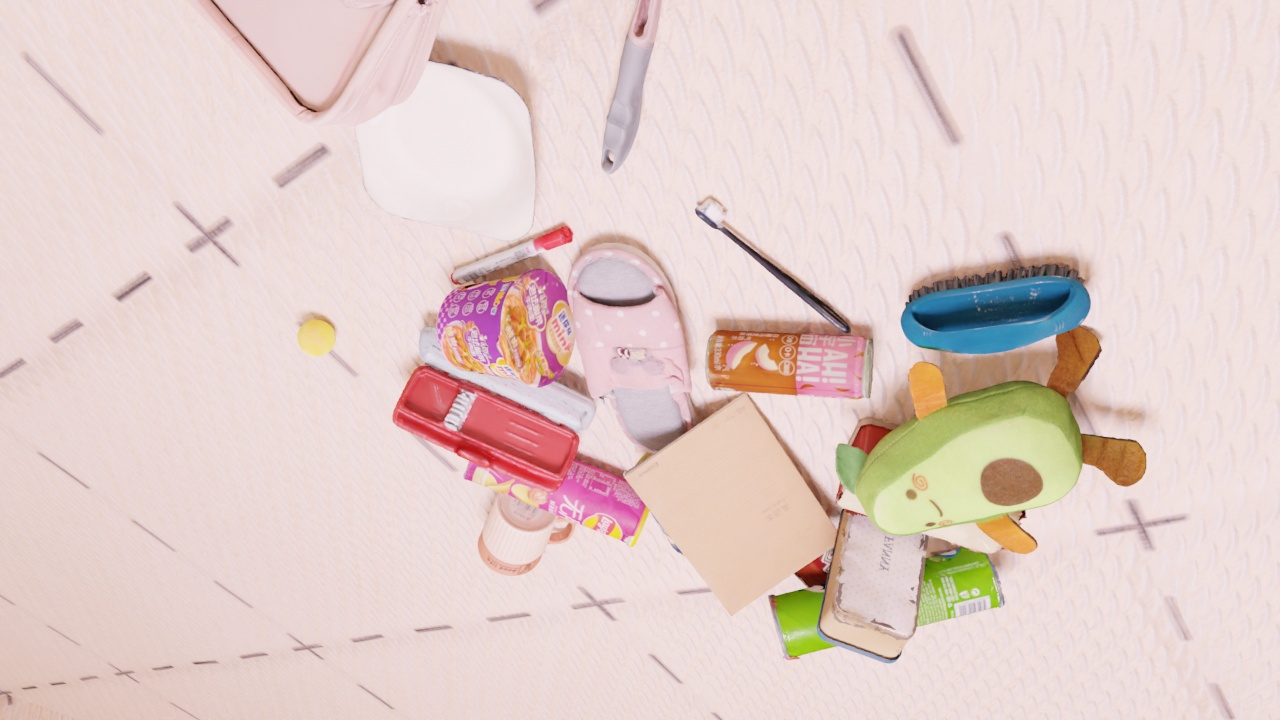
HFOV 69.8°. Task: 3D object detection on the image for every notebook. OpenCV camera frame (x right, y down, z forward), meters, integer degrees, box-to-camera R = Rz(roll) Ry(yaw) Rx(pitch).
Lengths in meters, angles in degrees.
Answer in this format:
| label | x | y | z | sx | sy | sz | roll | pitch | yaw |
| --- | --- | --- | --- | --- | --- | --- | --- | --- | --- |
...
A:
| label | x | y | z | sx | sy | sz | roll | pitch | yaw |
| --- | --- | --- | --- | --- | --- | --- | --- | --- | --- |
| notebook | 0.101 | 0.154 | 0.960 | 0.149 | 0.012 | 0.211 | -34 | 110 | 3 |

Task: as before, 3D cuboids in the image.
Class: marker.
| label | x | y | z | sx | sy | sz | roll | pitch | yaw |
| --- | --- | --- | --- | --- | --- | --- | --- | --- | --- |
| marker | -0.124 | -0.097 | 0.867 | 0.146 | 0.017 | 0.017 | -16 | 126 | 33 |

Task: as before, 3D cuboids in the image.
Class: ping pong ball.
| label | x | y | z | sx | sy | sz | roll | pitch | yaw |
| --- | --- | --- | --- | --- | --- | --- | --- | --- | --- |
| ping pong ball | -0.357 | -0.025 | 1.010 | 0.040 | 0.040 | 0.040 | 11 | 136 | 10 |

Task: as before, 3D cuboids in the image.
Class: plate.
| label | x | y | z | sx | sy | sz | roll | pitch | yaw |
| --- | --- | --- | --- | --- | --- | --- | --- | --- | --- |
| plate | -0.163 | -0.184 | 0.781 | 0.164 | 0.034 | 0.165 | 14 | 136 | 7 |

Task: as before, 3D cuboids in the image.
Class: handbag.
| label | x | y | z | sx | sy | sz | roll | pitch | yaw |
| --- | --- | --- | --- | --- | --- | --- | --- | --- | --- |
| handbag | -0.209 | -0.302 | 0.637 | 0.193 | 0.093 | 0.235 | 46 | 121 | -4 |

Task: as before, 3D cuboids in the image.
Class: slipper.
| label | x | y | z | sx | sy | sz | roll | pitch | yaw |
| --- | --- | --- | --- | --- | --- | --- | --- | --- | --- |
| slipper | -0.005 | 0.005 | 0.897 | 0.114 | 0.054 | 0.275 | 3 | 134 | 19 |

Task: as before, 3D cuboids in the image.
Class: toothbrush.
| label | x | y | z | sx | sy | sz | roll | pitch | yaw |
| --- | --- | --- | --- | --- | --- | --- | --- | --- | --- |
| toothbrush | 0.119 | -0.079 | 0.794 | 0.181 | 0.015 | 0.018 | 38 | 126 | -16 |

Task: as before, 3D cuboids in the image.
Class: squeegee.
| label | x | y | z | sx | sy | sz | roll | pitch | yaw |
| --- | --- | --- | --- | --- | --- | --- | --- | --- | --- |
| squeegee | -0.003 | -0.238 | 0.665 | 0.248 | 0.040 | 0.250 | 31 | 144 | 12 |

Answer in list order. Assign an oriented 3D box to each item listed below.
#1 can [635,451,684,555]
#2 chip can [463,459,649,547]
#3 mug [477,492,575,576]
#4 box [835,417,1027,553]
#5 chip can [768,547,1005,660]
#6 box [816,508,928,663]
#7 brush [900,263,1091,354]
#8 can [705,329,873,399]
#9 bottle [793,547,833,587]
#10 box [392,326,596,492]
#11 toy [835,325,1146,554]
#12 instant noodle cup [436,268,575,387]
| label | x | y | z | sx | sy | sz | roll | pitch | yaw |
| --- | --- | --- | --- | --- | --- | --- | --- | --- | --- |
| can | 0.046 | 0.155 | 1.012 | 0.075 | 0.075 | 0.111 | -8 | 130 | 28 |
| chip can | -0.093 | 0.143 | 1.057 | 0.210 | 0.071 | 0.072 | 22 | 137 | 0 |
| mug | -0.136 | 0.207 | 1.140 | 0.114 | 0.081 | 0.106 | 3 | 140 | -21 |
| box | 0.281 | 0.130 | 0.898 | 0.168 | 0.076 | 0.091 | 17 | 136 | 5 |
| chip can | 0.260 | 0.259 | 0.984 | 0.236 | 0.072 | 0.072 | -16 | 129 | 7 |
| box | 0.236 | 0.213 | 0.922 | 0.090 | 0.183 | 0.061 | 20 | 141 | 9 |
| brush | 0.281 | -0.035 | 0.734 | 0.144 | 0.073 | 0.055 | -7 | 123 | 26 |
| can | 0.136 | 0.003 | 0.839 | 0.147 | 0.057 | 0.058 | 3 | 134 | 18 |
| bottle | 0.172 | 0.198 | 1.022 | 0.060 | 0.059 | 0.206 | -24 | 121 | 37 |
| box | -0.156 | 0.052 | 0.976 | 0.201 | 0.118 | 0.098 | 24 | 169 | -3 |
| toy | 0.297 | 0.084 | 0.795 | 0.247 | 0.089 | 0.227 | -27 | 107 | 18 |
| instant noodle cup | -0.133 | -0.032 | 0.878 | 0.099 | 0.111 | 0.112 | 3 | 135 | 31 |
